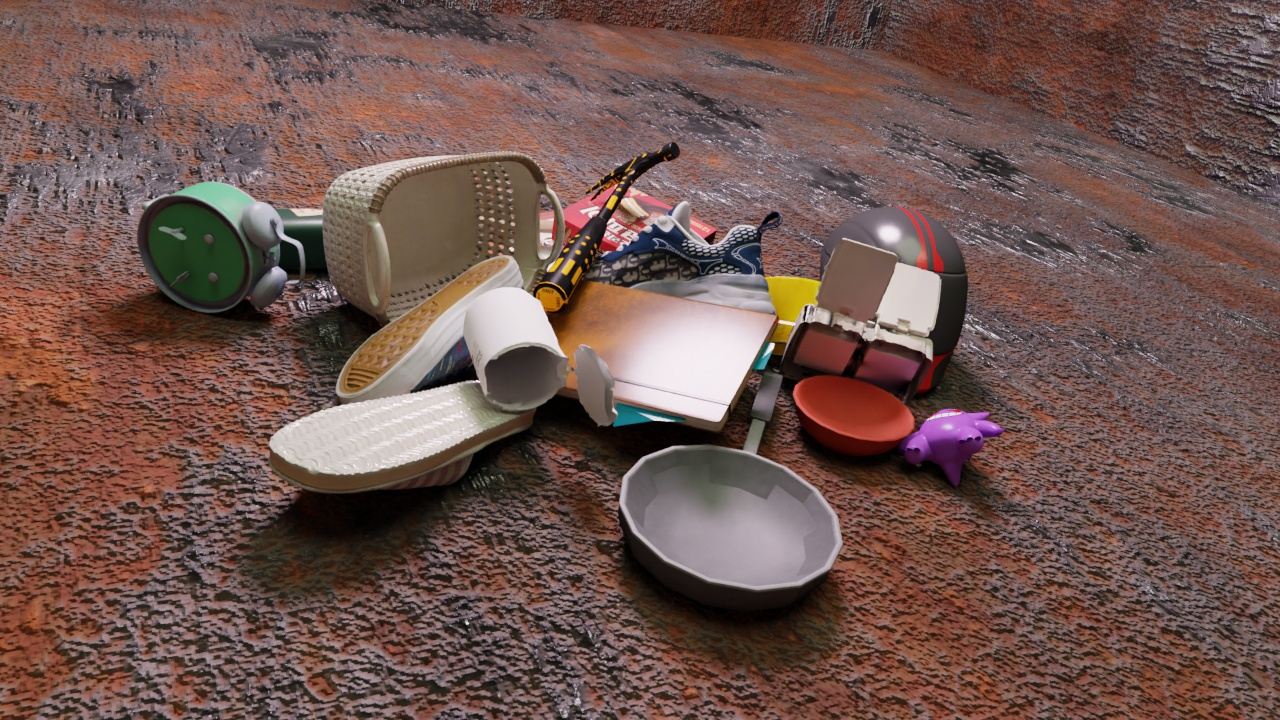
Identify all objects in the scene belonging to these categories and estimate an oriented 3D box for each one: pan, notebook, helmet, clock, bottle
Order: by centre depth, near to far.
[{"bbox_3d":[0.091,0.097,0.807,0.179,0.041,0.356,16,29,9],"label":"pan"},{"bbox_3d":[-0.001,-0.007,0.871,0.249,0.014,0.177,12,43,22],"label":"notebook"},{"bbox_3d":[-0.414,-0.109,0.917,0.162,0.122,0.075,11,27,7],"label":"clock"},{"bbox_3d":[-0.367,-0.140,1.057,0.131,0.061,0.061,-5,30,-27],"label":"bottle"},{"bbox_3d":[0.301,-0.093,1.093,0.164,0.170,0.264,6,28,-9],"label":"helmet"}]

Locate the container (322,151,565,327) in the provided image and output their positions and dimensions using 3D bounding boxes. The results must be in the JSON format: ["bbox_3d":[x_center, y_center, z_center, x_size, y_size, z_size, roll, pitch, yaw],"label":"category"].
[{"bbox_3d":[-0.216,-0.133,0.986,0.143,0.185,0.245,19,26,35],"label":"container"}]

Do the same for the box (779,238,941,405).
[{"bbox_3d":[0.239,-0.042,0.962,0.145,0.186,0.095,19,30,1],"label":"box"}]

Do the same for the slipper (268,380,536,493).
[{"bbox_3d":[-0.187,0.066,0.759,0.115,0.052,0.262,21,19,26],"label":"slipper"}]

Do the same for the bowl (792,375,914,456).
[{"bbox_3d":[0.209,0.060,0.921,0.122,0.035,0.121,8,28,-5],"label":"bowl"}]

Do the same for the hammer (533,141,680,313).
[{"bbox_3d":[-0.048,-0.150,1.011,0.123,0.036,0.319,-19,28,32],"label":"hammer"}]

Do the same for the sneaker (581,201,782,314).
[{"bbox_3d":[0.023,-0.107,0.999,0.270,0.132,0.103,6,-3,26],"label":"sneaker"}]

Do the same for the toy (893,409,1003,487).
[{"bbox_3d":[0.303,0.078,0.900,0.106,0.056,0.087,-15,22,29],"label":"toy"}]

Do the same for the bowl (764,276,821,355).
[{"bbox_3d":[0.162,-0.046,1.043,0.117,0.067,0.117,5,-15,1],"label":"bowl"}]

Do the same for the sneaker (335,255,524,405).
[{"bbox_3d":[-0.190,-0.011,0.881,0.088,0.079,0.234,1,36,39],"label":"sneaker"}]

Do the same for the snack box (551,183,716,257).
[{"bbox_3d":[-0.007,-0.155,1.130,0.152,0.036,0.132,30,42,22],"label":"snack box"}]

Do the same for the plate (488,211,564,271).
[{"bbox_3d":[-0.078,-0.140,1.176,0.230,0.021,0.229,0,32,0],"label":"plate"}]

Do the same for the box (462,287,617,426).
[{"bbox_3d":[-0.089,0.000,0.800,0.112,0.085,0.162,-4,36,-18],"label":"box"}]

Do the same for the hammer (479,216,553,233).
[{"bbox_3d":[-0.196,-0.180,1.184,0.331,0.031,0.119,2,27,2],"label":"hammer"}]
